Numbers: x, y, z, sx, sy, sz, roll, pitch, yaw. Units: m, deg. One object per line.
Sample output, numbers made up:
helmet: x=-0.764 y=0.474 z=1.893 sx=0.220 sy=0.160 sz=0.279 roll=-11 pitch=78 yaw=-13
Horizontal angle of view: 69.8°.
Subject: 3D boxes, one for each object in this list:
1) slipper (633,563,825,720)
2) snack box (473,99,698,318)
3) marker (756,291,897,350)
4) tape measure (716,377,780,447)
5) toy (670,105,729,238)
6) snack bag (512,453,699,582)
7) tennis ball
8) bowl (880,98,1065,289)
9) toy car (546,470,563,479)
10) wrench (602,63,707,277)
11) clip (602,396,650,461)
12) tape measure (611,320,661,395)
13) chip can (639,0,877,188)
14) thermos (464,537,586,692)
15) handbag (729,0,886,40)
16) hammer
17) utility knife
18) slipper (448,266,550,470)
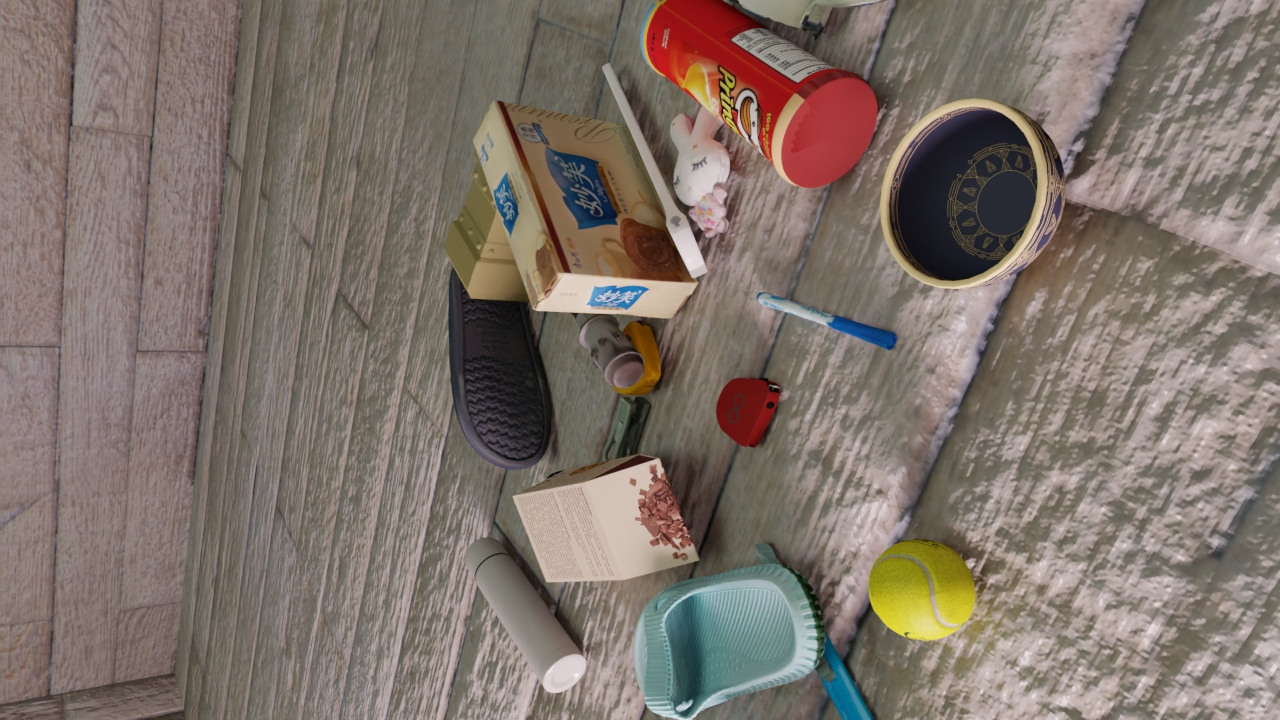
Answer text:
slipper: x=0.050 y=0.239 z=0.776 sx=0.277 sy=0.069 sz=0.116 roll=-39 pitch=55 yaw=52
snack box: x=-0.052 y=-0.139 z=0.848 sx=0.055 sy=0.153 sz=0.207 roll=-48 pitch=54 yaw=41
marker: x=0.140 y=-0.033 z=0.709 sx=0.142 sy=0.013 sz=0.013 roll=26 pitch=111 yaw=51
tape measure: x=0.090 y=0.037 z=0.771 sx=0.051 sy=0.019 sz=0.059 roll=41 pitch=115 yaw=48
toy: x=0.053 y=-0.168 z=0.803 sx=0.076 sy=0.037 sz=0.125 roll=-22 pitch=68 yaw=55
snack bag: x=-0.027 y=0.149 z=0.865 sx=0.207 sy=0.069 sz=0.094 roll=-20 pitch=93 yaw=52
tennis ball: x=0.184 y=0.150 z=0.603 sx=0.065 sy=0.065 sz=0.065 roll=0 pitch=90 yaw=54
bowl: x=0.213 y=-0.099 z=0.567 sx=0.113 sy=0.061 sz=0.112 roll=0 pitch=90 yaw=54
toy car: x=-0.081 y=0.175 z=0.989 sx=0.046 sy=0.034 sz=0.112 roll=-25 pitch=69 yaw=50
wrench: x=0.008 y=-0.186 z=0.857 sx=0.018 sy=0.066 sz=0.273 roll=-24 pitch=58 yaw=5
clip: x=-0.015 y=0.072 z=0.905 sx=0.023 sy=0.043 sz=0.076 roll=43 pitch=124 yaw=47
tape measure: x=-0.005 y=0.005 z=0.889 sx=0.059 sy=0.030 sz=0.068 roll=-47 pitch=50 yaw=42
chip can: x=0.085 y=-0.222 z=0.720 sx=0.213 sy=0.087 sz=0.087 roll=51 pitch=129 yaw=41
thermos: x=-0.139 y=0.283 z=1.053 sx=0.224 sy=0.052 sz=0.052 roll=40 pitch=121 yaw=46
handbag: x=0.134 y=-0.315 z=0.663 sx=0.176 sy=0.073 sz=0.152 roll=50 pitch=128 yaw=40
hammer: x=-0.082 y=-0.086 z=0.925 sx=0.324 sy=0.100 sz=0.191 roll=55 pitch=131 yaw=40
utility knife: x=0.139 y=0.228 z=0.710 sx=0.031 sy=0.015 sz=0.206 roll=-53 pitch=48 yaw=33
slipper: x=-0.180 y=0.005 z=1.065 sx=0.084 sy=0.110 sz=0.267 roll=-39 pitch=57 yaw=50
